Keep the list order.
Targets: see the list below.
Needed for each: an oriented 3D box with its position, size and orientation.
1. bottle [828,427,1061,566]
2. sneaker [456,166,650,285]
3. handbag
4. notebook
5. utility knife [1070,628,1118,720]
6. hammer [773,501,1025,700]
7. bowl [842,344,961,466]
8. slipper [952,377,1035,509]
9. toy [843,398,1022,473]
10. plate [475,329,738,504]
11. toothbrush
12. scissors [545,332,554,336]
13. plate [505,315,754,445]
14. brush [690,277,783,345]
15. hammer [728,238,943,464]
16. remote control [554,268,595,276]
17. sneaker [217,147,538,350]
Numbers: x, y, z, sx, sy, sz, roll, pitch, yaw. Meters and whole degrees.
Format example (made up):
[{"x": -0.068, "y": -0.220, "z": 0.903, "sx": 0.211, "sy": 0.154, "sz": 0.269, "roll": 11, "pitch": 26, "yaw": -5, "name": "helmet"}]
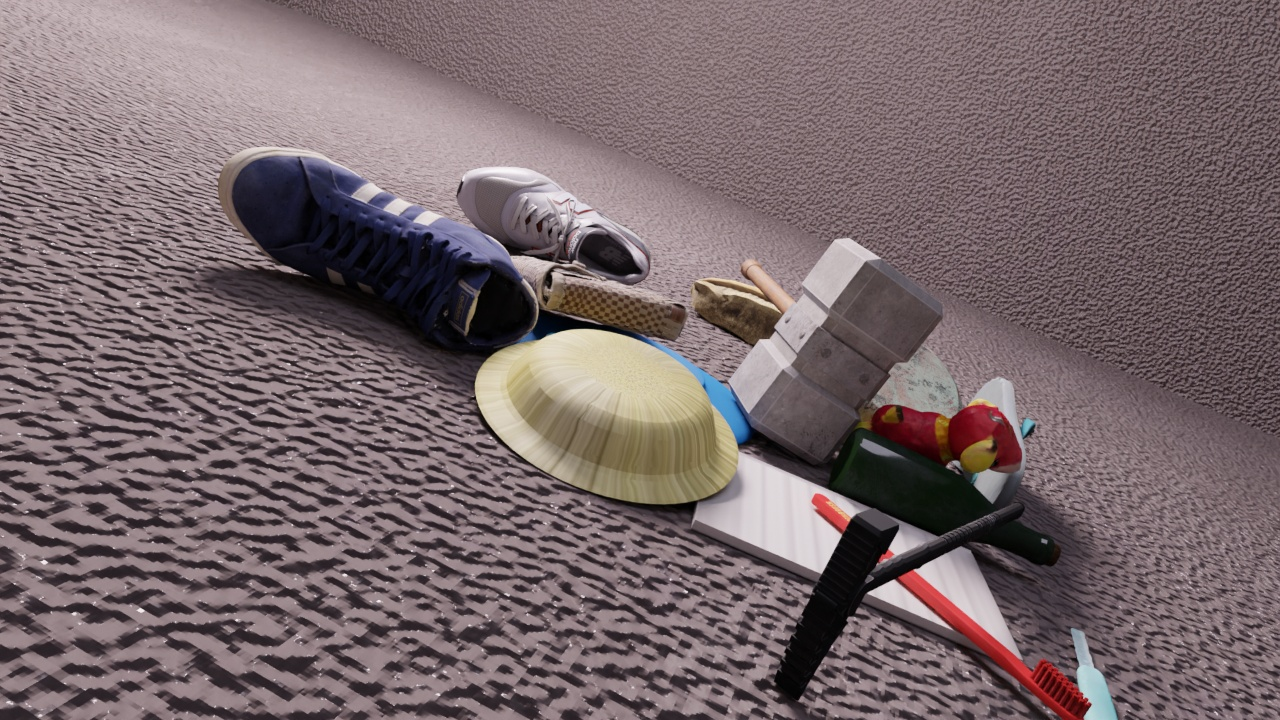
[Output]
[{"x": 0.232, "y": 0.110, "z": 0.691, "sx": 0.174, "sy": 0.055, "sz": 0.055, "roll": 25, "pitch": 16, "yaw": 3, "name": "bottle"}, {"x": -0.083, "y": -0.143, "z": 1.019, "sx": 0.239, "sy": 0.089, "sz": 0.124, "roll": 20, "pitch": 13, "yaw": -22, "name": "sneaker"}, {"x": -0.048, "y": -0.059, "z": 0.791, "sx": 0.124, "sy": 0.047, "sz": 0.186, "roll": 14, "pitch": 4, "yaw": -21, "name": "handbag"}, {"x": 0.137, "y": 0.120, "z": 0.611, "sx": 0.210, "sy": 0.009, "sz": 0.142, "roll": 23, "pitch": 17, "yaw": 1, "name": "notebook"}, {"x": 0.267, "y": 0.193, "z": 0.538, "sx": 0.022, "sy": 0.015, "sz": 0.165, "roll": 27, "pitch": 19, "yaw": 13, "name": "utility knife"}, {"x": 0.174, "y": 0.113, "z": 0.533, "sx": 0.015, "sy": 0.095, "sz": 0.324, "roll": 33, "pitch": 18, "yaw": 32, "name": "hammer"}, {"x": 0.234, "y": 0.028, "z": 0.842, "sx": 0.157, "sy": 0.039, "sz": 0.157, "roll": 12, "pitch": 51, "yaw": -16, "name": "bowl"}, {"x": 0.336, "y": 0.081, "z": 0.845, "sx": 0.055, "sy": 0.098, "sz": 0.268, "roll": 24, "pitch": 17, "yaw": 9, "name": "slipper"}, {"x": 0.227, "y": 0.064, "z": 0.736, "sx": 0.138, "sy": 0.067, "sz": 0.105, "roll": -13, "pitch": -37, "yaw": 40, "name": "toy"}, {"x": -0.015, "y": 0.021, "z": 0.613, "sx": 0.184, "sy": 0.036, "sz": 0.184, "roll": 16, "pitch": 27, "yaw": -9, "name": "plate"}, {"x": 0.179, "y": 0.138, "z": 0.559, "sx": 0.012, "sy": 0.018, "sz": 0.212, "roll": 8, "pitch": 23, "yaw": -40, "name": "toothbrush"}, {"x": -0.018, "y": 0.019, "z": 0.673, "sx": 0.140, "sy": 0.011, "sz": 0.133, "roll": 26, "pitch": 30, "yaw": 7, "name": "scissors"}, {"x": -0.005, "y": 0.004, "z": 0.764, "sx": 0.224, "sy": 0.024, "sz": 0.224, "roll": 21, "pitch": 16, "yaw": -7, "name": "plate"}, {"x": 0.139, "y": -0.048, "z": 1.070, "sx": 0.195, "sy": 0.059, "sz": 0.043, "roll": 28, "pitch": 26, "yaw": 24, "name": "brush"}, {"x": 0.140, "y": -0.048, "z": 0.858, "sx": 0.083, "sy": 0.163, "sz": 0.317, "roll": 32, "pitch": 13, "yaw": -18, "name": "hammer"}, {"x": -0.110, "y": -0.091, "z": 0.916, "sx": 0.149, "sy": 0.013, "sz": 0.034, "roll": 4, "pitch": 18, "yaw": -33, "name": "remote control"}, {"x": -0.181, "y": -0.069, "z": 0.663, "sx": 0.232, "sy": 0.091, "sz": 0.118, "roll": 21, "pitch": 16, "yaw": -36, "name": "sneaker"}]
